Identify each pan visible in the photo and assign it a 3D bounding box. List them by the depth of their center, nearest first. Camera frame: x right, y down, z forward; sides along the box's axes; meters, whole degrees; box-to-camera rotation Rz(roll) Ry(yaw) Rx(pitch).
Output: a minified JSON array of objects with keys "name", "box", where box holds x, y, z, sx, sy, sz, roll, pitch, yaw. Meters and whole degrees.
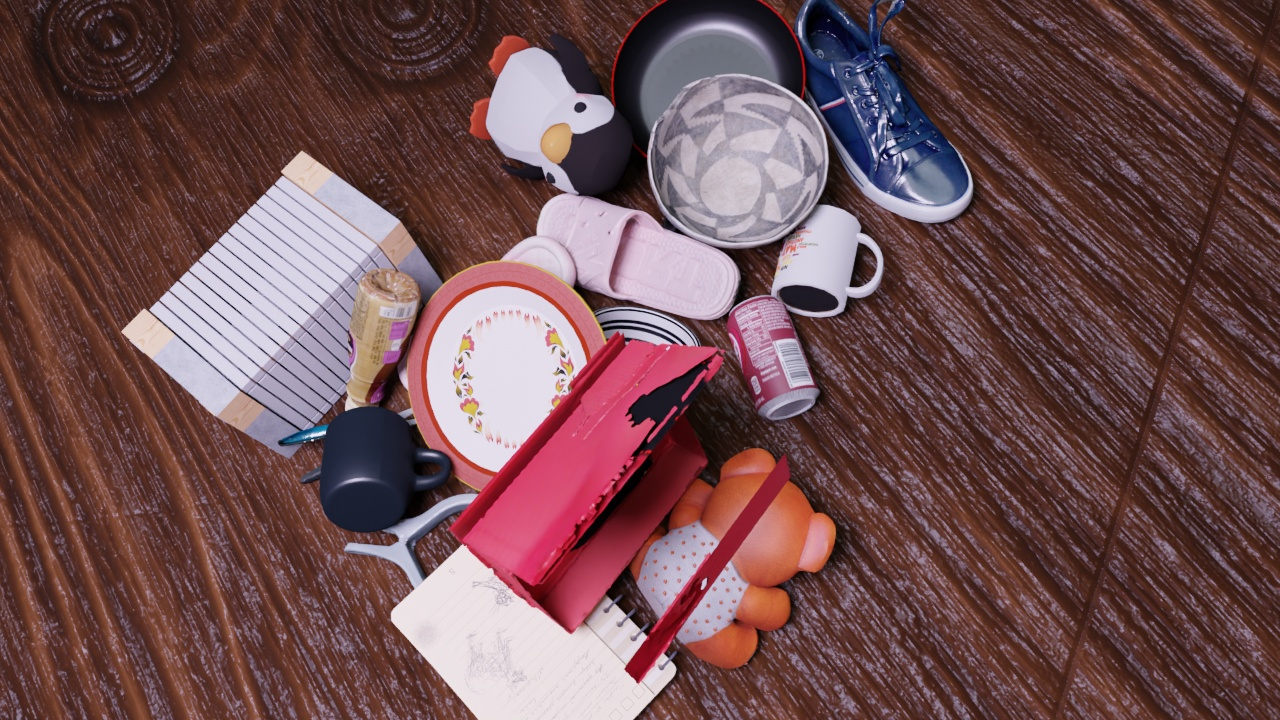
[{"name":"pan","box":[0.057,-0.230,1.003,0.209,0.067,0.356,13,87,9]}]

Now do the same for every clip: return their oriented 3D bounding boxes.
[{"name":"clip","box":[-0.202,0.208,0.882,0.174,0.030,0.158,-8,67,4]}]

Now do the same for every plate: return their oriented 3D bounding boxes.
[{"name":"plate","box":[-0.127,0.019,0.888,0.230,0.021,0.230,2,96,23]}]

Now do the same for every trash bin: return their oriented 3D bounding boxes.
[{"name":"trash bin","box":[-0.354,-0.054,0.941,0.142,0.142,0.246,35,76,18]}]

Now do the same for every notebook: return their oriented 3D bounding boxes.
[{"name":"notebook","box":[-0.095,0.253,0.835,0.167,0.024,0.225,-43,77,-14]}]

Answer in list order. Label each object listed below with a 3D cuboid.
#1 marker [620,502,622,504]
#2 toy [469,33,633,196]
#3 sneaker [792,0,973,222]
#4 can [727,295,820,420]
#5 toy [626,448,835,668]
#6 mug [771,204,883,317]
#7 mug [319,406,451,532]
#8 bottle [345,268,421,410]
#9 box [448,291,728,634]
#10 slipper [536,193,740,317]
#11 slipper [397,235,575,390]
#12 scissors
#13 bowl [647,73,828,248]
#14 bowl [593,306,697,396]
[{"name":"marker","box":[-0.056,0.153,0.863,0.138,0.016,0.022,-25,97,-37]},{"name":"toy","box":[-0.071,-0.245,0.980,0.184,0.139,0.159,47,122,35]},{"name":"sneaker","box":[0.255,-0.280,0.969,0.120,0.127,0.294,-30,70,-4]},{"name":"can","box":[0.130,-0.003,0.906,0.063,0.063,0.114,-18,68,0]},{"name":"toy","box":[0.083,0.173,0.835,0.172,0.093,0.163,-42,67,3]},{"name":"mug","box":[0.192,-0.098,0.926,0.105,0.073,0.089,7,69,22]},{"name":"mug","box":[-0.244,0.106,0.885,0.121,0.085,0.094,-1,40,-12]},{"name":"bottle","box":[-0.264,-0.010,0.914,0.059,0.166,0.059,17,32,-11]},{"name":"box","box":[-0.045,0.081,0.719,0.121,0.319,0.210,36,71,16]},{"name":"slipper","box":[-0.014,-0.107,0.942,0.239,0.064,0.094,23,93,22]},{"name":"slipper","box":[-0.158,-0.040,0.944,0.222,0.055,0.107,-42,73,6]},{"name":"scissors","box":[-0.296,0.080,0.933,0.148,0.019,0.123,15,110,-19]},{"name":"bowl","box":[0.095,-0.189,0.926,0.178,0.081,0.178,-1,80,3]},{"name":"bowl","box":[-0.005,0.005,0.909,0.120,0.066,0.120,9,33,-6]}]
